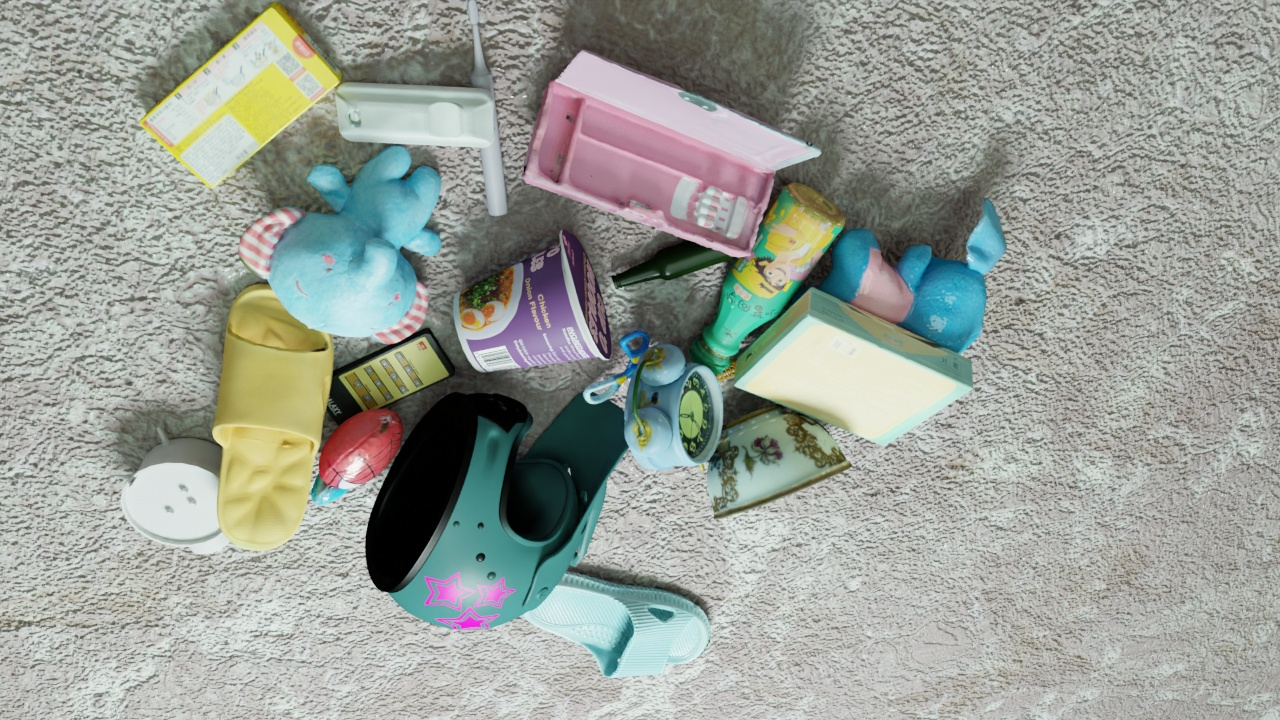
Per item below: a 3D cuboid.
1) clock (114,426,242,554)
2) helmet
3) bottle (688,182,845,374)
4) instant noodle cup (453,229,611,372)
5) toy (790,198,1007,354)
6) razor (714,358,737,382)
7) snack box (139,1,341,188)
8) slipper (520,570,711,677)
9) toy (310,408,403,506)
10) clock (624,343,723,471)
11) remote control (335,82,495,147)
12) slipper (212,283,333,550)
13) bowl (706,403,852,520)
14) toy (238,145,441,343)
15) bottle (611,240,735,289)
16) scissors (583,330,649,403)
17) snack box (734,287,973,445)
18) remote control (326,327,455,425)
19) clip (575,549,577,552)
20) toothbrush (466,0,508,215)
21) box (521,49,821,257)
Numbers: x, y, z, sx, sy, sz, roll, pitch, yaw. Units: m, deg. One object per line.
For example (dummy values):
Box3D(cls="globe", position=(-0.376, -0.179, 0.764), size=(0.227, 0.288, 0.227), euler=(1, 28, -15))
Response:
Box3D(cls="clock", position=(-0.446, 0.144, 0.937), size=(0.120, 0.061, 0.159), euler=(-43, 118, 15))
Box3D(cls="helmet", position=(-0.139, 0.148, 0.938), size=(0.200, 0.176, 0.275), euler=(21, 107, -37))
Box3D(cls="bottle", position=(0.118, -0.074, 0.916), size=(0.068, 0.068, 0.210), euler=(20, 122, -22))
Box3D(cls="instant noodle cup", position=(-0.107, -0.048, 0.866), size=(0.122, 0.121, 0.137), euler=(-16, 132, 9))
Box3D(cls="toy", position=(0.267, -0.068, 0.934), size=(0.191, 0.098, 0.225), euler=(15, 129, -14))
Box3D(cls="razor", position=(0.089, 0.015, 0.993), size=(0.144, 0.021, 0.044), euler=(-24, 109, 5))
Box3D(cls="snack box", position=(-0.330, -0.218, 0.761), size=(0.152, 0.025, 0.075), euler=(-35, 121, 11))
Box3D(cls="slipper", position=(-0.026, 0.331, 1.136), size=(0.276, 0.069, 0.116), euler=(22, 111, -22))
Box3D(cls="toy", position=(-0.288, 0.099, 0.920), size=(0.062, 0.092, 0.133), euler=(45, 121, 1))
Box3D(cls="clock", position=(0.027, 0.049, 0.911), size=(0.060, 0.118, 0.162), euler=(0, 165, 31))
Box3D(cls="remote control", position=(-0.192, -0.209, 0.785), size=(0.133, 0.022, 0.050), euler=(2, 121, -1))
Box3D(cls="slipper", position=(-0.349, 0.062, 0.869), size=(0.099, 0.078, 0.263), euler=(7, 102, -21))
Box3D(cls="bowl", position=(0.138, 0.102, 1.001), size=(0.160, 0.160, 0.094), euler=(-22, 82, 2))
Box3D(cls="toy", position=(-0.241, -0.099, 0.812), size=(0.183, 0.115, 0.181), euler=(34, 97, -38))
Box3D(cls="bottle", position=(0.031, -0.097, 0.907), size=(0.123, 0.033, 0.033), euler=(-19, 123, 1))
Box3D(cls="scissors", position=(-0.011, 0.013, 0.940), size=(0.123, 0.016, 0.125), euler=(-38, 153, -3))
Box3D(cls="snack box", position=(0.214, 0.013, 0.936), size=(0.193, 0.044, 0.142), euler=(22, 143, -15))
Box3D(cls="remote control", position=(-0.260, 0.018, 0.927), size=(0.133, 0.013, 0.058), euler=(-25, 123, 4))
Box3D(cls="clip", position=(-0.092, 0.229, 1.089), size=(0.045, 0.023, 0.060), euler=(33, 104, -25))
Box3D(cls="toothbrush", position=(-0.136, -0.218, 0.806), size=(0.018, 0.019, 0.188), euler=(-16, 124, -21))
Box3D(cls="box", position=(0.026, -0.173, 0.801), size=(0.232, 0.116, 0.106), euler=(18, 88, -20))
